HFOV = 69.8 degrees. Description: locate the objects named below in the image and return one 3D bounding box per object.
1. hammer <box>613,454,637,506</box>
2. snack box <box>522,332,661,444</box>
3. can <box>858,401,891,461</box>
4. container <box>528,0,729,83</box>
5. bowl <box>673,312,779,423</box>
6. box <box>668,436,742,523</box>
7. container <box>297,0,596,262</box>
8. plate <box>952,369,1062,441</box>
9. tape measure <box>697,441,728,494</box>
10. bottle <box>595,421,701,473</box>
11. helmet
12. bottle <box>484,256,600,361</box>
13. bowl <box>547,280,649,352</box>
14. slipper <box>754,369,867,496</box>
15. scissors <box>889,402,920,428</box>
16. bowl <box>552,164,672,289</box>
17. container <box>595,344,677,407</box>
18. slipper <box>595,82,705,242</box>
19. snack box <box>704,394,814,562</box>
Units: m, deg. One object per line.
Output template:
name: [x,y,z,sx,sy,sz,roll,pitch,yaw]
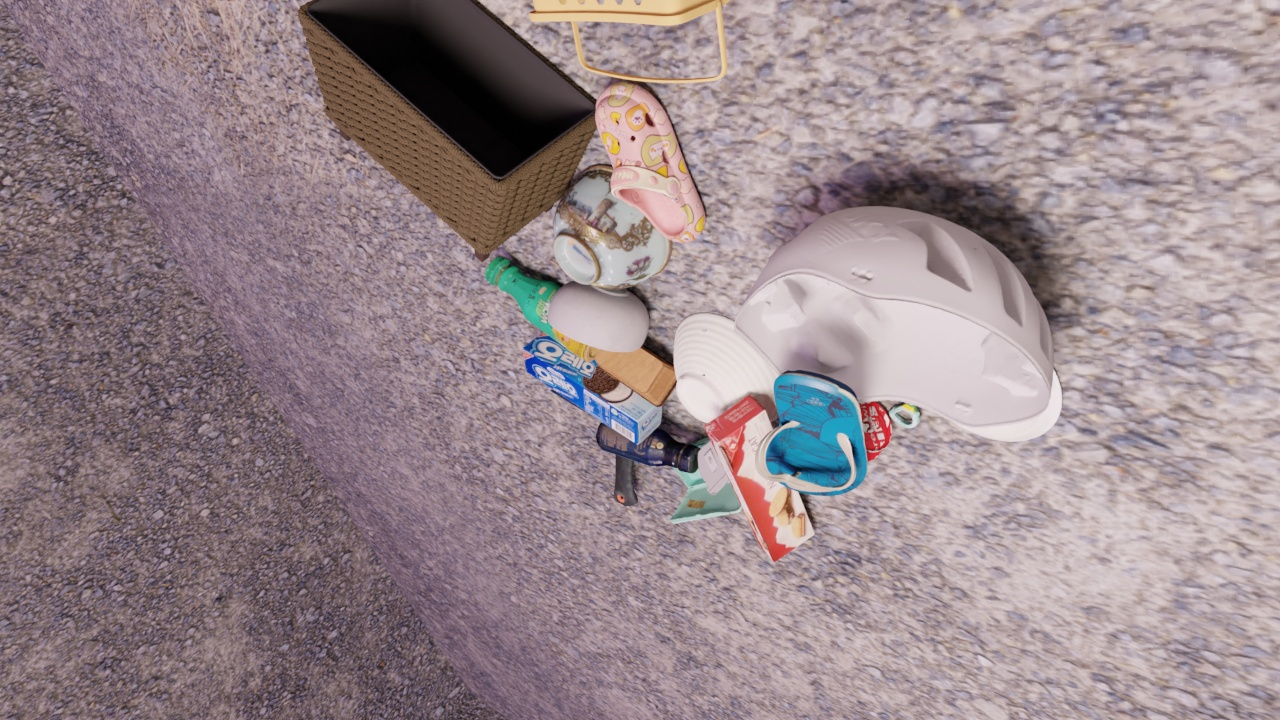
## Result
hammer: [-0.026,0.115,1.433,0.133,0.033,0.334,28,139,28]
snack box: [-0.072,0.036,1.335,0.226,0.059,0.059,30,145,27]
can: [0.227,0.095,1.086,0.074,0.074,0.143,48,149,-2]
container: [0.001,-0.336,0.827,0.184,0.128,0.167,18,131,38]
bowl: [0.095,0.031,1.177,0.177,0.070,0.178,31,145,25]
box: [0.092,0.170,1.326,0.078,0.109,0.188,36,154,-15]
container: [-0.232,-0.293,1.119,0.321,0.176,0.205,42,152,9]
plate: [0.342,0.023,0.923,0.157,0.014,0.157,32,146,24]
tape measure: [0.104,0.142,1.259,0.060,0.020,0.062,-54,44,40]
bottle: [0.012,0.123,1.330,0.161,0.056,0.056,15,137,30]
helmet: [0.231,-0.034,0.815,0.224,0.184,0.282,33,179,-34]
bottle: [-0.138,-0.081,1.335,0.210,0.067,0.068,36,147,18]
bowl: [-0.050,-0.068,1.202,0.132,0.131,0.064,29,112,28]
slipper: [0.182,0.101,0.974,0.118,0.060,0.295,12,154,15]
scissors: [0.295,0.046,0.988,0.128,0.012,0.122,36,157,41]
bowl: [-0.051,-0.148,1.131,0.160,0.093,0.160,31,144,25]
container: [-0.007,0.007,1.259,0.114,0.063,0.061,34,180,21]
slipper: [-0.001,-0.207,1.021,0.093,0.081,0.197,4,131,50]
snack box: [0.159,0.161,1.191,0.044,0.076,0.273,48,168,48]
